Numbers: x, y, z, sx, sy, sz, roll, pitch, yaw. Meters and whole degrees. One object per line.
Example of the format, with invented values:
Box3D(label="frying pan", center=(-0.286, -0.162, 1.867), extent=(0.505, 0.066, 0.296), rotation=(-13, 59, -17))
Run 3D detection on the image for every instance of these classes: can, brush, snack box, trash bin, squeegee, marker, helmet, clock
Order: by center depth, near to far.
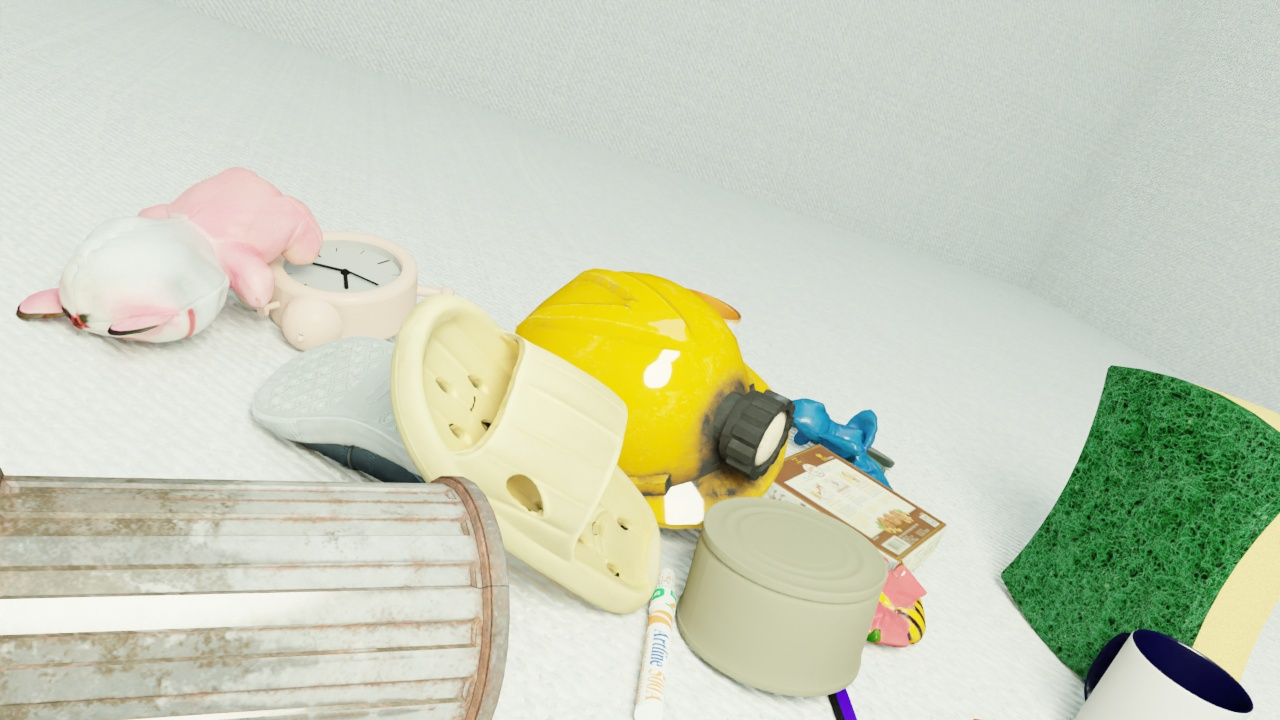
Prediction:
Box3D(label="trash bin", center=(-0.163, 0.112, 0.394), extent=(0.210, 0.131, 0.131), rotation=(7, 23, -32))
Box3D(label="squeegee", center=(0.219, 0.245, 0.550), extent=(0.184, 0.055, 0.249), rotation=(11, 20, -7))
Box3D(label="marker", center=(0.011, 0.175, 0.579), extent=(0.017, 0.017, 0.145), rotation=(21, 19, -1))
Box3D(label="can", center=(0.094, 0.153, 0.613), extent=(0.128, 0.073, 0.127), rotation=(12, 17, -4))
Box3D(label="helmet", center=(-0.004, 0.004, 0.728), extent=(0.255, 0.131, 0.204), rotation=(26, 52, 26))
Box3D(label="brush", center=(0.424, 0.145, 0.745), extent=(0.075, 0.250, 0.195), rotation=(15, 16, -18))
Box3D(label="snack box", center=(0.184, 0.139, 0.826), extent=(0.147, 0.041, 0.142), rotation=(32, 22, 27))
Box3D(label="clock", center=(-0.275, -0.058, 0.841), extent=(0.131, 0.086, 0.160), rotation=(32, 31, 28))

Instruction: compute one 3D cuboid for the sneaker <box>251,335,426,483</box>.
Box3D(label="sneaker", center=(-0.169, 0.049, 0.629), extent=(0.236, 0.087, 0.089), rotation=(13, 51, 35))

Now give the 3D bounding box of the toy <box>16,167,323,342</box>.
Box3D(label="toy", center=(-0.361, -0.081, 0.722), extent=(0.142, 0.084, 0.212), rotation=(20, 41, 16))

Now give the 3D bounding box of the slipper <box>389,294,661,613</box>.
Box3D(label="slipper", center=(-0.041, 0.066, 0.540), extent=(0.261, 0.079, 0.111), rotation=(53, 39, -38))

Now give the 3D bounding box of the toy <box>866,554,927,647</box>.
Box3D(label="toy", center=(0.179, 0.180, 0.697), extent=(0.103, 0.046, 0.084), rotation=(24, 35, -20))

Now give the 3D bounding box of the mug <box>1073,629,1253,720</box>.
Box3D(label="mug", center=(0.348, 0.241, 0.637), extent=(0.078, 0.097, 0.111), rotation=(20, 19, -5))

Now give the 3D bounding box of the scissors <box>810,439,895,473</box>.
Box3D(label="scissors", center=(0.220, 0.090, 1.037), extent=(0.149, 0.019, 0.131), rotation=(13, 18, -20))

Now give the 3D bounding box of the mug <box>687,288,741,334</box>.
Box3D(label="mug", center=(0.054, -0.016, 1.010), extent=(0.082, 0.105, 0.082), rotation=(19, 19, -7))

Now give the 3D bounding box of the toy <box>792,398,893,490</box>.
Box3D(label="toy", center=(0.192, 0.077, 0.972), extent=(0.176, 0.071, 0.112), rotation=(20, 30, -5))
